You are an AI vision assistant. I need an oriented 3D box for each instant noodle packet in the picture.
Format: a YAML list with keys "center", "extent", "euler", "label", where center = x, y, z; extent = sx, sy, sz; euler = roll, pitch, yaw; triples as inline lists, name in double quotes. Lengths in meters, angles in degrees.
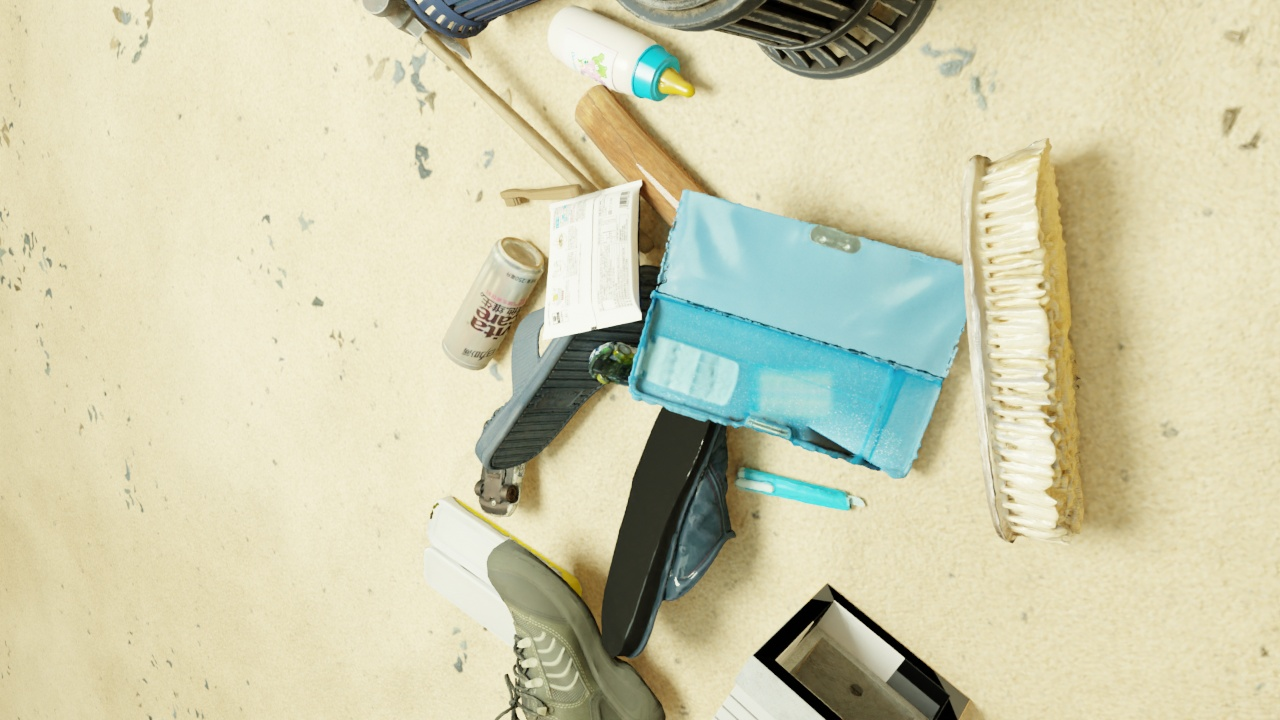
- center: [-0.039, -0.084, 0.756]
  extent: [0.087, 0.026, 0.134]
  euler: [-11, 62, 21]
  label: "instant noodle packet"

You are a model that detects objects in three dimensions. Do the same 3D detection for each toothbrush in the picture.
- center: [-0.092, -0.149, 0.831]
  extent: [0.167, 0.016, 0.016]
  euler: [14, 127, 60]
  label: "toothbrush"

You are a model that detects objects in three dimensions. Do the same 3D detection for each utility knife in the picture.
- center: [0.133, 0.112, 0.778]
  extent: [0.117, 0.015, 0.022]
  euler: [10, 119, 30]
  label: "utility knife"

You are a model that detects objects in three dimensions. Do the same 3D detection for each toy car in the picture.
- center: [-0.005, 0.005, 0.811]
  extent: [0.039, 0.089, 0.027]
  euler: [-54, 33, 36]
  label: "toy car"
- center: [-0.137, 0.104, 0.940]
  extent: [0.049, 0.040, 0.112]
  euler: [5, 83, 33]
  label: "toy car"

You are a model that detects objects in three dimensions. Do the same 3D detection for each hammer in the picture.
- center: [0.050, -0.127, 0.767]
  extent: [0.301, 0.037, 0.158]
  euler: [48, 122, 16]
  label: "hammer"
- center: [-0.108, -0.215, 0.827]
  extent: [0.331, 0.119, 0.031]
  euler: [43, 102, 8]
  label: "hammer"

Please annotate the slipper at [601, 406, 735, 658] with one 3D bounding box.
- center: [0.041, 0.141, 0.815]
  extent: [0.109, 0.083, 0.266]
  euler: [-140, 66, -69]
  label: "slipper"

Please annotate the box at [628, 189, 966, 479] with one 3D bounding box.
- center: [0.119, -0.019, 0.696]
  extent: [0.231, 0.033, 0.175]
  euler: [18, 111, 6]
  label: "box"

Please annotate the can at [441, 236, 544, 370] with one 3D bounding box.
- center: [-0.146, -0.055, 0.906]
  extent: [0.054, 0.054, 0.136]
  euler: [45, 121, 18]
  label: "can"

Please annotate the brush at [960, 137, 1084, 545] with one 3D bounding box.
- center: [0.260, -0.008, 0.622]
  extent: [0.057, 0.083, 0.271]
  euler: [-3, 98, 35]
  label: "brush"

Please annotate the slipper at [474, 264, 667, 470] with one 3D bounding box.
- center: [-0.080, -0.006, 0.844]
  extent: [0.264, 0.101, 0.082]
  euler: [-49, 60, 26]
  label: "slipper"

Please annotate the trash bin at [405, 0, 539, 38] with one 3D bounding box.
- center: [-0.073, -0.365, 0.738]
  extent: [0.250, 0.139, 0.139]
  euler: [-6, 97, 33]
  label: "trash bin"

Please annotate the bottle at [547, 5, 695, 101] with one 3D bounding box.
- center: [-0.013, -0.252, 0.773]
  extent: [0.146, 0.051, 0.051]
  euler: [33, 117, 24]
  label: "bottle"

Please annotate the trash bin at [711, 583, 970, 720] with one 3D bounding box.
- center: [0.123, 0.342, 0.757]
  extent: [0.142, 0.142, 0.247]
  euler: [38, 119, 22]
  label: "trash bin"

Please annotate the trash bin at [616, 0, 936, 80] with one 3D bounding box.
- center: [0.084, -0.276, 0.593]
  extent: [0.164, 0.226, 0.164]
  euler: [8, 105, 33]
  label: "trash bin"

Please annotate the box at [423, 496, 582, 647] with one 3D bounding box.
- center: [-0.157, 0.244, 1.001]
  extent: [0.210, 0.034, 0.130]
  euler: [26, 117, 26]
  label: "box"

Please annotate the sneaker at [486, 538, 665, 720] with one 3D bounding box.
- center: [-0.098, 0.295, 0.872]
  extent: [0.238, 0.142, 0.101]
  euler: [54, 163, -6]
  label: "sneaker"
